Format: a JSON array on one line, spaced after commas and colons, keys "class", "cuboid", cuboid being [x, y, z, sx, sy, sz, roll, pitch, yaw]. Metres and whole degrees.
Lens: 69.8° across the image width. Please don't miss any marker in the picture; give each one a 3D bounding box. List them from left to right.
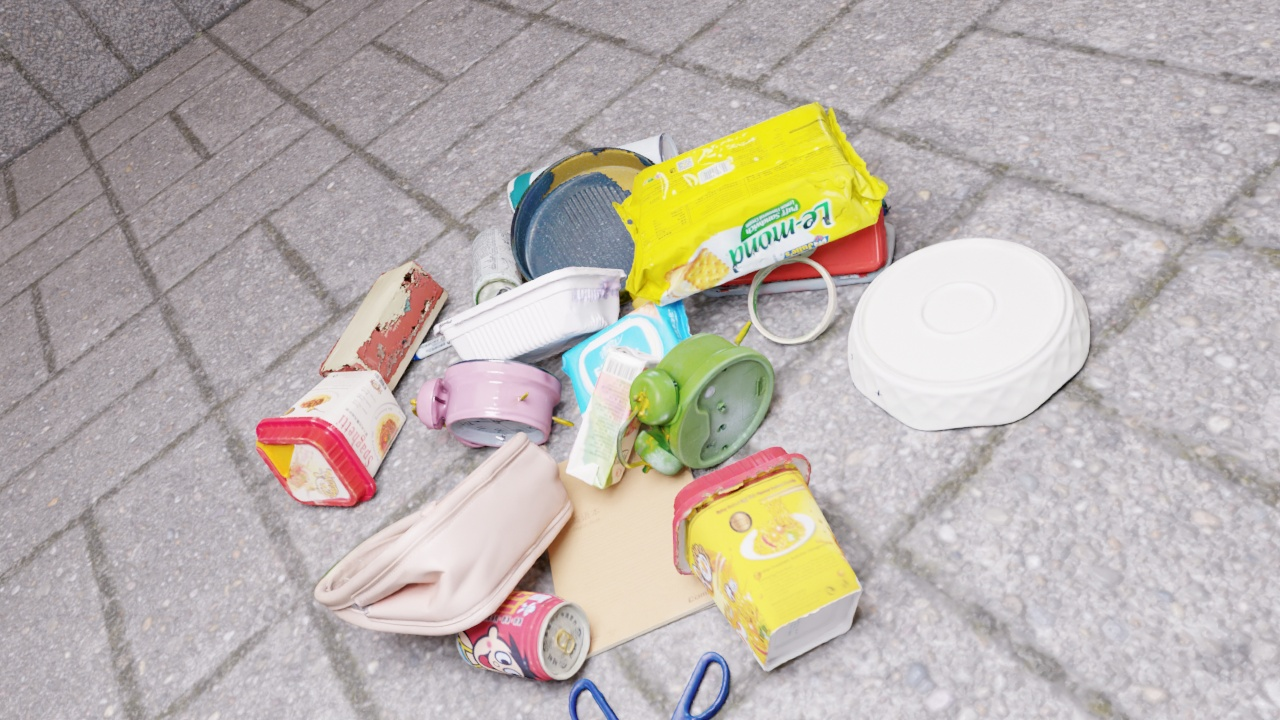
[{"class": "marker", "cuboid": [-0.209, -0.034, 1.095, 0.146, 0.017, 0.016, -23, 43, 8]}]

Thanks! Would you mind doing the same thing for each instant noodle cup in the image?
[{"class": "instant noodle cup", "cuboid": [-0.328, 0.079, 0.994, 0.117, 0.116, 0.123, -3, 36, 27]}, {"class": "instant noodle cup", "cuboid": [-0.103, -0.036, 0.922, 0.174, 0.137, 0.060, -22, 84, 27]}, {"class": "instant noodle cup", "cuboid": [0.095, 0.149, 0.681, 0.116, 0.116, 0.123, -21, 53, -14]}]

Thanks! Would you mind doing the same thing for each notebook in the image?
[{"class": "notebook", "cuboid": [-0.015, 0.151, 0.817, 0.149, 0.012, 0.211, -26, 43, 8]}]

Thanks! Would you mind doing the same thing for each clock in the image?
[{"class": "clock", "cuboid": [-0.156, 0.048, 0.917, 0.159, 0.117, 0.059, -6, 67, 25]}, {"class": "clock", "cuboid": [0.045, 0.040, 0.798, 0.161, 0.116, 0.056, -31, 46, -25]}]

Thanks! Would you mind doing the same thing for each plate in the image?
[{"class": "plate", "cuboid": [0.279, -0.033, 0.801, 0.205, 0.045, 0.204, -15, 45, 16]}]

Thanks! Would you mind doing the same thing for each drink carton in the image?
[{"class": "drink carton", "cuboid": [-0.025, 0.049, 0.821, 0.045, 0.053, 0.122, 22, 99, 15]}]

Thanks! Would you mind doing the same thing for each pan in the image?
[{"class": "pan", "cuboid": [-0.016, -0.097, 0.999, 0.198, 0.078, 0.357, -33, 64, 1]}]

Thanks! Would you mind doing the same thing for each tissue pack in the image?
[{"class": "tissue pack", "cuboid": [-0.005, 0.005, 0.883, 0.140, 0.063, 0.090, -30, 60, 15]}]

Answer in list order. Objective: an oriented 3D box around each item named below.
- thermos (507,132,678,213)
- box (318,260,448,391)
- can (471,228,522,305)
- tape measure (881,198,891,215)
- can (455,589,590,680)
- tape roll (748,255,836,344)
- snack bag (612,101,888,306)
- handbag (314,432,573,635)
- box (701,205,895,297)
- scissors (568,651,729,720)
[{"class": "thermos", "cuboid": [-0.063, -0.227, 1.163, 0.225, 0.073, 0.073, -10, 46, 21]}, {"class": "box", "cuboid": [-0.312, -0.040, 1.100, 0.092, 0.077, 0.167, -13, 43, 40]}, {"class": "can", "cuboid": [-0.171, -0.104, 1.092, 0.058, 0.058, 0.146, -26, 32, 5]}, {"class": "tape measure", "cuboid": [0.227, -0.165, 0.970, 0.054, 0.025, 0.058, -29, 42, 0]}, {"class": "can", "cuboid": [-0.095, 0.222, 0.745, 0.094, 0.066, 0.066, -4, 48, 36]}, {"class": "tape roll", "cuboid": [0.146, -0.058, 0.887, 0.086, 0.013, 0.085, -2, 86, 27]}, {"class": "snack bag", "cuboid": [0.093, -0.155, 0.870, 0.247, 0.068, 0.157, -21, 42, 11]}, {"class": "handbag", "cuboid": [-0.191, 0.165, 0.810, 0.235, 0.093, 0.192, -24, 11, 32]}, {"class": "box", "cuboid": [0.156, -0.117, 0.943, 0.202, 0.095, 0.097, -4, 14, 26]}, {"class": "scissors", "cuboid": [0.004, 0.286, 0.677, 0.162, 0.012, 0.173, 15, 60, 37]}]
